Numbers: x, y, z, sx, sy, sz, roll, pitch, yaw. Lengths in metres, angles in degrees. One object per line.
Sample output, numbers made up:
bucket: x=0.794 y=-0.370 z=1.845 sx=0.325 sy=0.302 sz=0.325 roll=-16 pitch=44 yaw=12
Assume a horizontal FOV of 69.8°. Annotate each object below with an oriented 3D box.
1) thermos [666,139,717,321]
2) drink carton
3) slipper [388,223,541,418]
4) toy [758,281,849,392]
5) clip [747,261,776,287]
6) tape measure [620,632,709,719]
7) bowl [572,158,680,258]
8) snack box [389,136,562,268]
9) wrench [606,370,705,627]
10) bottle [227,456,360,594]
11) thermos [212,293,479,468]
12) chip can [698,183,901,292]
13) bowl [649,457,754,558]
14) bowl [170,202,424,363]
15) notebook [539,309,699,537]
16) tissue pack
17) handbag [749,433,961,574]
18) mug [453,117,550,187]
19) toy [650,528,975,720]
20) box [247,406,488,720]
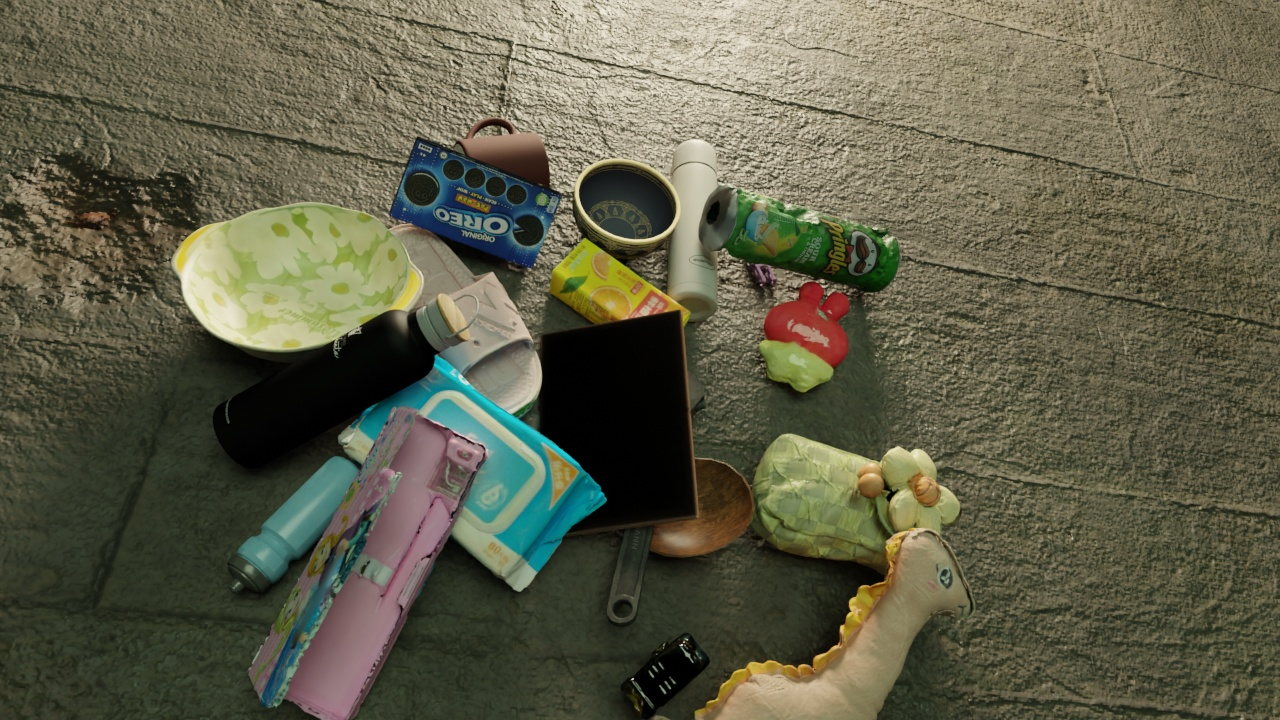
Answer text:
thermos: x=0.057 y=-0.147 z=0.994 sx=0.052 sy=0.052 sz=0.223 roll=10 pitch=57 yaw=-10
drink carton: x=-0.022 y=-0.058 z=0.924 sx=0.134 sy=0.043 sz=0.058 roll=35 pitch=60 yaw=8
slipper: x=-0.171 y=-0.049 z=0.862 sx=0.094 sy=0.065 sz=0.239 roll=-28 pitch=69 yaw=-29
toy: x=0.173 y=-0.028 z=0.957 sx=0.091 sy=0.045 sz=0.134 roll=24 pitch=60 yaw=3
clip: x=0.130 y=-0.103 z=1.013 sx=0.036 sy=0.013 sz=0.053 roll=-25 pitch=71 yaw=-26
tape measure: x=0.023 y=0.246 z=0.733 sx=0.067 sy=0.062 sz=0.038 roll=-44 pitch=73 yaw=5
bowl: x=-0.020 y=-0.150 z=0.968 sx=0.112 sy=0.061 sz=0.112 roll=7 pitch=57 yaw=-12
snack box: x=-0.162 y=-0.153 z=0.902 sx=0.150 sy=0.082 sz=0.027 roll=18 pitch=19 yaw=-18
wrench: x=0.009 y=0.110 z=0.821 sx=0.073 sy=0.018 sz=0.272 roll=5 pitch=50 yaw=11
bottle: x=-0.276 y=0.134 z=0.732 sx=0.040 sy=0.040 sz=0.129 roll=35 pitch=56 yaw=7
thermos: x=-0.229 y=0.009 z=0.739 sx=0.231 sy=0.061 sz=0.061 roll=-28 pitch=66 yaw=8
chip can: x=0.169 y=-0.128 z=0.970 sx=0.223 sy=0.076 sz=0.075 roll=11 pitch=55 yaw=-28
bowl: x=0.044 y=0.137 z=0.822 sx=0.114 sy=0.026 sz=0.101 roll=-13 pitch=48 yaw=-5
bowl: x=-0.301 y=-0.060 z=0.821 sx=0.219 sy=0.060 sz=0.187 roll=12 pitch=48 yaw=4
notebook: x=-0.024 y=0.054 z=0.834 sx=0.141 sy=0.008 sz=0.208 roll=-10 pitch=58 yaw=11
tissue pack: x=-0.141 y=0.092 z=0.772 sx=0.209 sy=0.066 sz=0.116 roll=37 pitch=74 yaw=6
handbag: x=0.197 y=0.126 z=0.826 sx=0.186 sy=0.117 sz=0.113 roll=15 pitch=56 yaw=-9
mug: x=-0.151 y=-0.210 z=0.959 sx=0.082 sy=0.073 sz=0.105 roll=-12 pitch=69 yaw=-22
toy: x=0.150 y=0.233 z=0.734 sx=0.196 sy=0.065 sz=0.264 roll=35 pitch=79 yaw=-12
box: x=-0.201 y=0.145 z=0.670 sx=0.085 sy=0.097 sz=0.230 roll=26 pitch=77 yaw=2
